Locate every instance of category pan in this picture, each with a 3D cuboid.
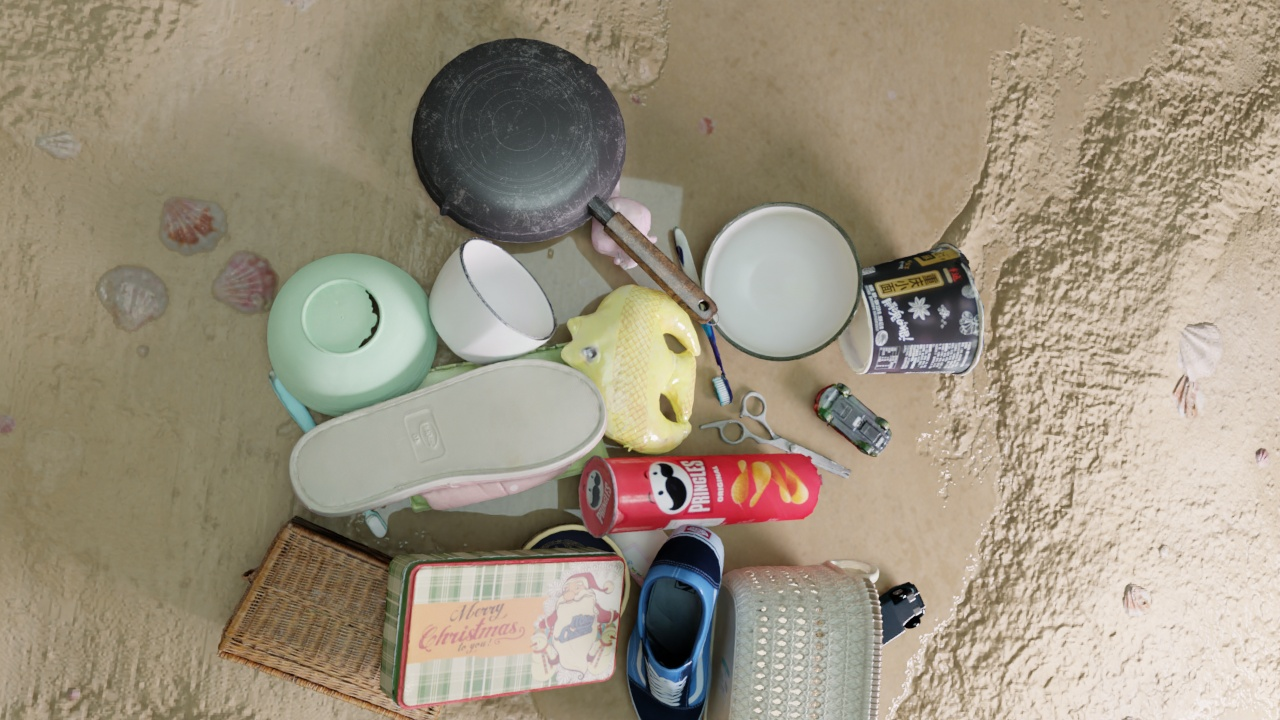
[{"bbox_3d":[-0.057,-0.159,0.853,0.357,0.040,0.207,42,79,3],"label":"pan"}]

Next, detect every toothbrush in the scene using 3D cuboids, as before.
[{"bbox_3d":[-0.284,0.086,0.833,0.016,0.016,0.180,-34,96,-13],"label":"toothbrush"},{"bbox_3d":[0.061,-0.044,0.930,0.017,0.016,0.189,-18,94,-18],"label":"toothbrush"}]

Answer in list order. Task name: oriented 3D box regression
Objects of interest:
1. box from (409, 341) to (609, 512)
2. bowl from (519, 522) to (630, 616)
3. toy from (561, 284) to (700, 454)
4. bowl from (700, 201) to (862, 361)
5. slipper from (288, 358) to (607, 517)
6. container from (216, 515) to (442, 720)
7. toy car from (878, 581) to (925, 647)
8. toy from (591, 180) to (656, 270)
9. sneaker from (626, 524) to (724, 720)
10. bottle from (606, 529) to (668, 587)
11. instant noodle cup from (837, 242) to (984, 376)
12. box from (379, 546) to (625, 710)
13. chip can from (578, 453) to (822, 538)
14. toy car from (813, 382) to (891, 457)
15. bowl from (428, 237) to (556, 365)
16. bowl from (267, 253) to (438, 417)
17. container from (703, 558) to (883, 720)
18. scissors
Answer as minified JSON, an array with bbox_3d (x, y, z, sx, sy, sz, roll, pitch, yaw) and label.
[{"bbox_3d":[-0.134,0.059,0.860,0.187,0.044,0.141,-13,71,-16],"label":"box"},{"bbox_3d":[-0.071,0.207,0.863,0.112,0.061,0.112,0,88,-15],"label":"bowl"},{"bbox_3d":[-0.005,0.005,0.874,0.154,0.065,0.170,24,63,-30],"label":"toy"},{"bbox_3d":[0.140,-0.076,0.909,0.153,0.072,0.153,0,91,12],"label":"bowl"},{"bbox_3d":[-0.163,0.070,0.800,0.274,0.054,0.114,-12,75,-12],"label":"slipper"},{"bbox_3d":[-0.246,0.222,0.789,0.198,0.114,0.112,28,76,-15],"label":"container"},{"bbox_3d":[0.249,0.275,0.963,0.112,0.034,0.046,-27,96,-15],"label":"toy car"},{"bbox_3d":[-0.027,-0.140,0.894,0.063,0.047,0.110,-29,88,-18],"label":"toy"},{"bbox_3d":[0.020,0.269,0.829,0.083,0.098,0.242,15,116,16],"label":"sneaker"},{"bbox_3d":[0.023,0.209,0.895,0.051,0.051,0.146,-39,98,-13],"label":"bottle"},{"bbox_3d":[0.265,-0.044,0.931,0.112,0.137,0.137,-9,91,-7],"label":"instant noodle cup"},{"bbox_3d":[-0.108,0.216,0.760,0.205,0.050,0.117,8,84,-35],"label":"box"},{"bbox_3d":[0.062,0.124,0.871,0.232,0.073,0.073,2,88,-29],"label":"chip can"},{"bbox_3d":[0.221,0.062,0.960,0.091,0.036,0.042,39,79,-12],"label":"toy car"},{"bbox_3d":[-0.139,-0.046,0.830,0.066,0.116,0.116,-38,100,22],"label":"bowl"},{"bbox_3d":[-0.254,-0.029,0.800,0.151,0.077,0.150,2,79,-9],"label":"bowl"},{"bbox_3d":[0.142,0.309,0.864,0.143,0.185,0.246,6,86,-5],"label":"container"},{"bbox_3d":[0.141,0.093,0.950,0.094,0.014,0.170,-44,97,-14],"label":"scissors"}]
